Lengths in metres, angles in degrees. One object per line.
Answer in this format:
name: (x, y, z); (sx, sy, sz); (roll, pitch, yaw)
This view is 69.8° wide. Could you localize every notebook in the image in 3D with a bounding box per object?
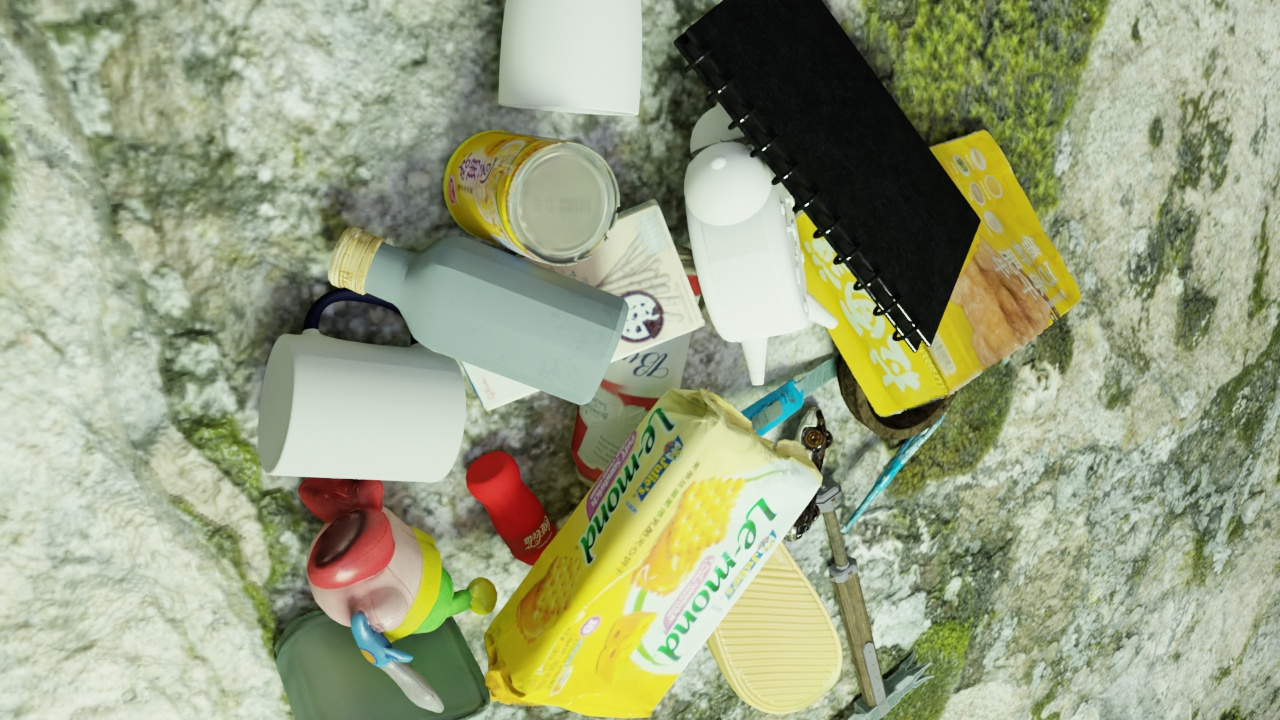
notebook: (0.128, -0.135, 0.576); (0.231, 0.019, 0.168); (49, 45, -12)

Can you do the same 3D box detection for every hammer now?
hammer: (0.199, 0.238, 0.874); (0.146, 0.028, 0.317); (-31, 122, -18)

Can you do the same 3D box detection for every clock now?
clock: (0.078, -0.080, 0.599); (0.073, 0.125, 0.161); (-10, 124, 15)

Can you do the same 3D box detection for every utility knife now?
utility knife: (0.097, 0.040, 0.711); (0.208, 0.015, 0.031); (-30, 110, -37)

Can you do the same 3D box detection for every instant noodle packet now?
instant noodle packet: (0.234, -0.077, 0.694); (0.221, 0.084, 0.163); (-26, 84, -30)

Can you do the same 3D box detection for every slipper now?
slipper: (0.071, 0.169, 0.740); (0.099, 0.078, 0.263); (-31, 106, -20)

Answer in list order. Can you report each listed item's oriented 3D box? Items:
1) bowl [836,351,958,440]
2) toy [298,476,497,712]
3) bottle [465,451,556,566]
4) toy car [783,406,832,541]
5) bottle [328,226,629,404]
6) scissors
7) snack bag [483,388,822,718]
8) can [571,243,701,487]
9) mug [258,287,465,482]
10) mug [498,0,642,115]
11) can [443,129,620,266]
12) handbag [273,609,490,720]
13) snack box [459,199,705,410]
bowl: (0.207, -0.001, 0.760); (0.121, 0.056, 0.121); (-10, 110, -27)
toy: (-0.145, 0.134, 0.559); (0.096, 0.124, 0.131); (-26, 125, -15)
bottle: (-0.082, 0.116, 0.645); (0.036, 0.036, 0.119); (-35, 124, -15)
toy car: (0.132, 0.093, 0.760); (0.048, 0.040, 0.113); (14, 87, -69)
bottle: (-0.093, -0.031, 0.519); (0.161, 0.046, 0.072); (21, 135, -7)
scissors: (0.216, 0.102, 0.810); (0.014, 0.090, 0.141); (38, 86, 8)
snack bag: (0.006, 0.134, 0.611); (0.247, 0.068, 0.159); (-53, 141, 1)
can: (-0.004, 0.004, 0.627); (0.067, 0.067, 0.170); (1, 109, -32)
mug: (-0.162, 0.013, 0.536); (0.096, 0.079, 0.111); (8, 77, -34)
mug: (-0.030, -0.190, 0.534); (0.114, 0.081, 0.088); (-19, 117, -60)
can: (-0.065, -0.095, 0.524); (0.067, 0.105, 0.068); (-10, 110, -28)
handbag: (-0.164, 0.212, 0.580); (0.106, 0.122, 0.067); (-1, 119, -35)
snack box: (-0.044, -0.033, 0.566); (0.150, 0.026, 0.082); (-21, 108, 6)
